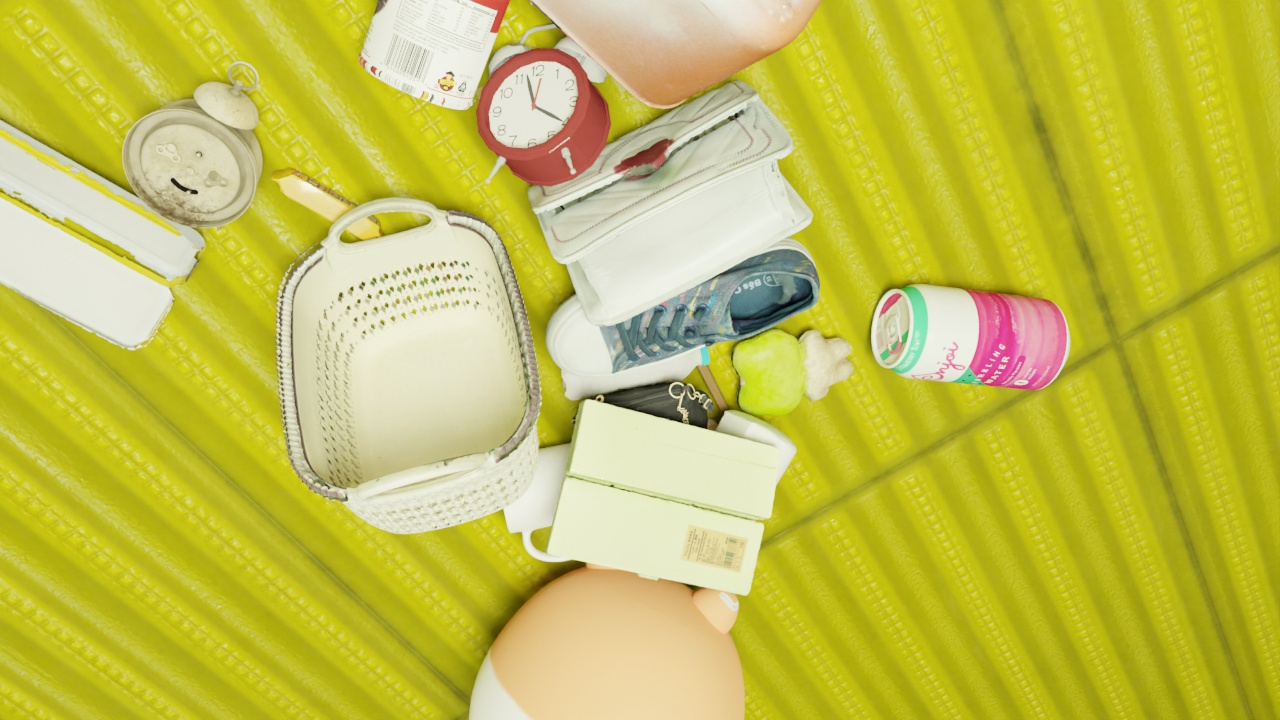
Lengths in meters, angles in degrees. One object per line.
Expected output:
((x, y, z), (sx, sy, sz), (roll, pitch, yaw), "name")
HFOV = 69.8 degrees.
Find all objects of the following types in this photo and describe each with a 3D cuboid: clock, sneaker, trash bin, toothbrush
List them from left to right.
((-0.324, -0.167, 0.692), (0.093, 0.054, 0.141), (31, 116, -23), "clock")
((-0.073, -0.194, 0.691), (0.096, 0.137, 0.048), (-2, 165, 19), "clock")
((0.009, -0.313, 0.578), (0.259, 0.158, 0.181), (39, 72, -25), "trash bin")
((0.039, -0.032, 0.753), (0.235, 0.079, 0.087), (-18, 119, -1), "sneaker")
((0.089, 0.063, 0.908), (0.016, 0.016, 0.167), (-27, 119, 4), "toothbrush")

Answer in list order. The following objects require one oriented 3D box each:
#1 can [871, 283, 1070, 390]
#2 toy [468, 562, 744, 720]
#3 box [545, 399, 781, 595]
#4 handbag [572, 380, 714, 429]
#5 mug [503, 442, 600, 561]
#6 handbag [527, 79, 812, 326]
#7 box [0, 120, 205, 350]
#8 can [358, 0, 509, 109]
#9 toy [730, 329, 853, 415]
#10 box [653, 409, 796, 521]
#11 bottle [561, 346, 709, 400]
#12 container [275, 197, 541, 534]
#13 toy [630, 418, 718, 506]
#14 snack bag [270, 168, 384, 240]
((0.309, -0.022, 0.861), (0.165, 0.088, 0.088), (5, 116, -13), "can")
((-0.023, 0.324, 0.895), (0.263, 0.265, 0.281), (23, 94, 13), "toy")
((0.023, 0.120, 0.783), (0.187, 0.030, 0.138), (17, 80, -14), "box")
((0.001, 0.046, 0.833), (0.128, 0.054, 0.079), (-11, 153, 9), "handbag")
((-0.082, 0.137, 0.874), (0.090, 0.074, 0.110), (-10, 95, -5), "mug")
((0.018, -0.133, 0.721), (0.198, 0.141, 0.096), (-28, 135, 3), "handbag")
((-0.458, -0.103, 0.709), (0.209, 0.045, 0.128), (32, 108, -24), "box")
((-0.143, -0.253, 0.660), (0.086, 0.086, 0.117), (19, 112, -19), "can")
((0.146, 0.008, 0.874), (0.117, 0.043, 0.092), (-14, 117, -6), "toy")
((0.070, 0.124, 0.855), (0.094, 0.084, 0.165), (35, 83, -41), "box")
((-0.005, 0.005, 0.844), (0.136, 0.044, 0.044), (-9, 118, -5), "bottle")
((-0.169, 0.012, 0.708), (0.184, 0.251, 0.143), (-16, 148, -4), "container")
((0.032, 0.095, 0.896), (0.108, 0.053, 0.105), (29, 96, -29), "toy")
((-0.250, -0.125, 0.743), (0.099, 0.026, 0.020), (31, 102, -22), "snack bag")
